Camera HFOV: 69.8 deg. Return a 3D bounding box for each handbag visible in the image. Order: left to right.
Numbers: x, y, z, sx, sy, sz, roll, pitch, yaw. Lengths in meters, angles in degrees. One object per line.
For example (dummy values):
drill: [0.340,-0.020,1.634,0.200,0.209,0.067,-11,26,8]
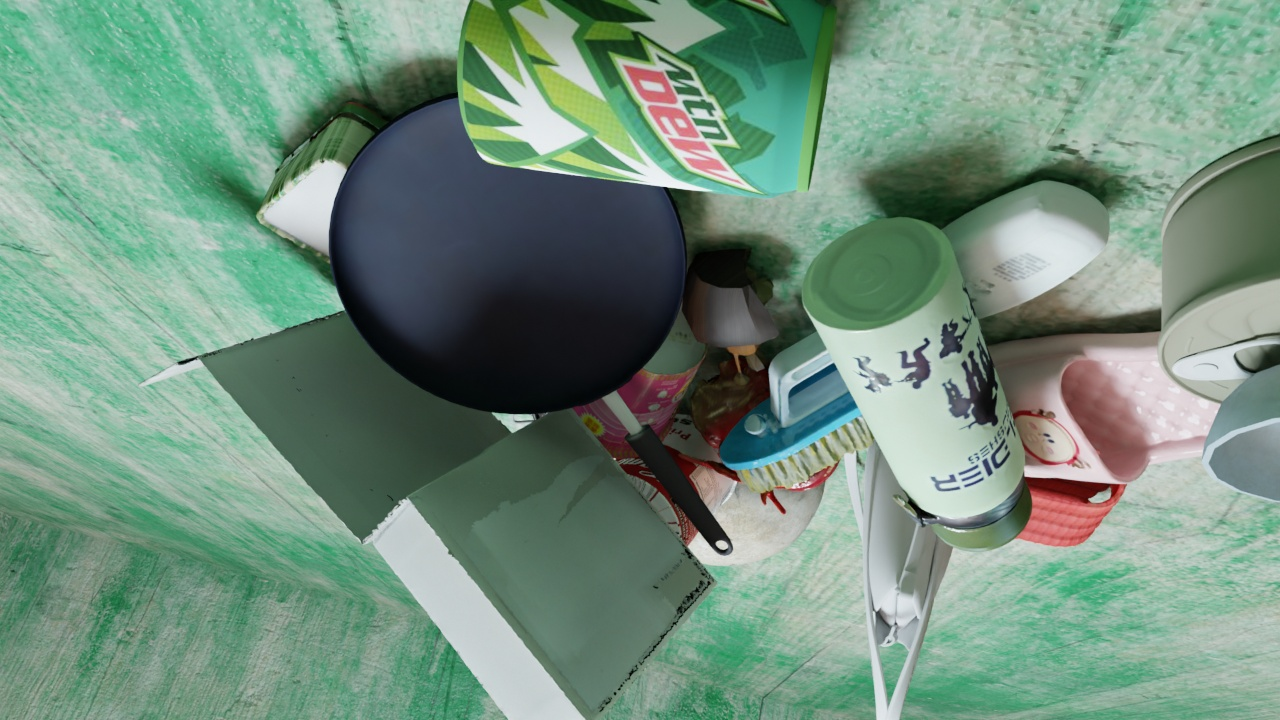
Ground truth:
handbag: [0.194,0.166,0.710,0.096,0.222,0.216,5,154,17]

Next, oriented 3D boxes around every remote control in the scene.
remote control: [0.188,-0.055,0.479,0.060,0.028,0.115,22,157,-11]

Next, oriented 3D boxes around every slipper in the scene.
slipper: [0.314,0.118,0.742,0.103,0.059,0.249,12,156,5]
slipper: [0.276,0.033,0.549,0.222,0.055,0.107,-13,119,50]

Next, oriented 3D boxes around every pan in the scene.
pan: [-0.032,0.002,0.554,0.199,0.021,0.356,-27,118,16]

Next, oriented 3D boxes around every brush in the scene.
brush: [0.108,0.026,0.587,0.136,0.055,0.075,-32,121,5]

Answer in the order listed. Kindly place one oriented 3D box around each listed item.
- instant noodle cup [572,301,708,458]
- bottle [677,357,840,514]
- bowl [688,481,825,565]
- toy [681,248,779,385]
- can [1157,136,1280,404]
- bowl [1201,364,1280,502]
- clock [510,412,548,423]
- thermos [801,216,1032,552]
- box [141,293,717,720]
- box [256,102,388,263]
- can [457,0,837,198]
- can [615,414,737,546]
instant noodle cup: [-0.004,0.004,0.639,0.097,0.097,0.109,18,148,-9]
bottle: [0.090,0.055,0.677,0.099,0.098,0.111,-7,152,38]
bowl: [0.083,0.145,0.838,0.178,0.081,0.179,-3,162,-1]
toy: [0.060,-0.024,0.577,0.076,0.062,0.100,40,159,42]
can: [0.302,-0.035,0.407,0.128,0.073,0.128,12,155,5]
bowl: [0.306,0.028,0.399,0.106,0.039,0.106,12,155,5]
clock: [-0.042,0.026,0.736,0.122,0.043,0.091,-1,159,-11]
thermos: [0.164,0.029,0.520,0.082,0.082,0.231,-3,141,33]
box: [-0.131,0.066,0.598,0.368,0.165,0.099,44,122,11]
box: [-0.128,-0.073,0.590,0.205,0.050,0.118,30,148,-32]
can: [0.004,-0.116,0.385,0.144,0.083,0.083,9,155,10]
can: [0.015,0.102,0.710,0.087,0.116,0.087,10,113,24]
